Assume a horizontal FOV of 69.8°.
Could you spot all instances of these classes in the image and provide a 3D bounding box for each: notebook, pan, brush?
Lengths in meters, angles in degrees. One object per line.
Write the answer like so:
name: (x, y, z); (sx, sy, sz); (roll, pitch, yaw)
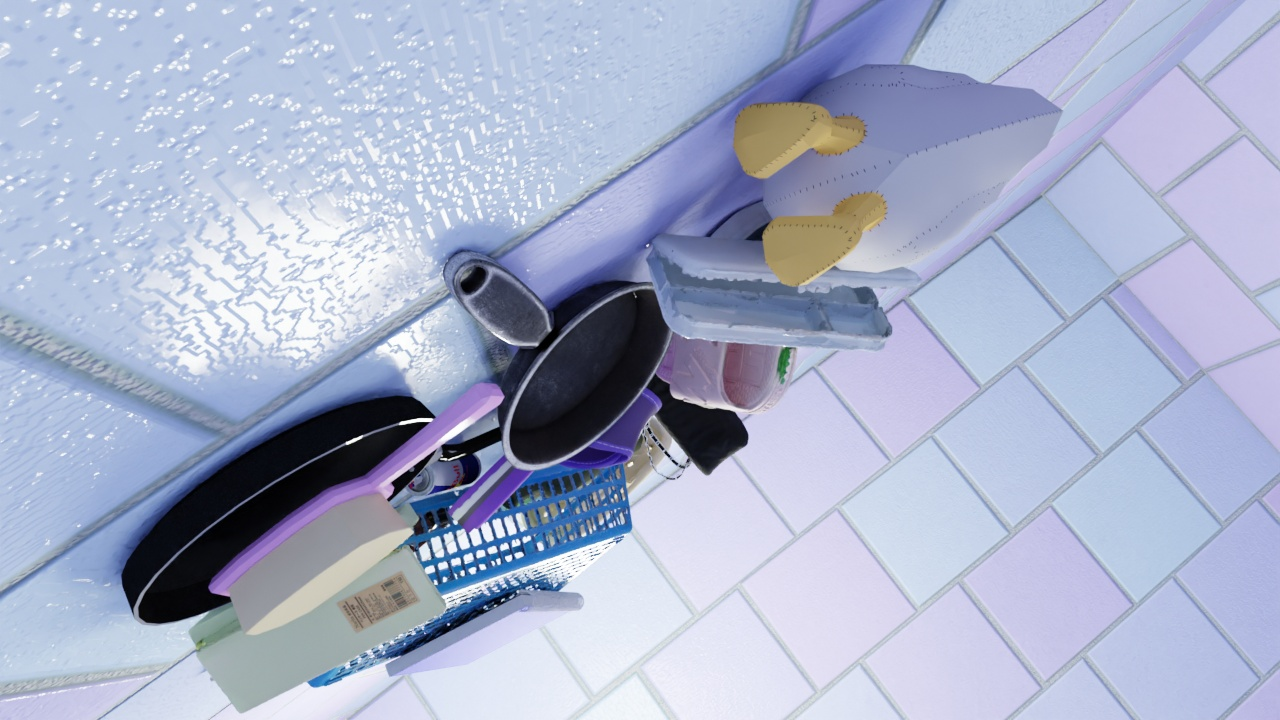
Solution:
notebook: (-0.165, 0.306, 1.037); (0.171, 0.022, 0.209); (-28, 161, 4)
pan: (-0.064, -0.012, 0.662); (0.187, 0.055, 0.357); (-48, 156, -2)
pan: (-0.201, 0.085, 0.678); (0.226, 0.034, 0.355); (-45, 167, 34)
brush: (-0.174, 0.097, 0.598); (0.229, 0.043, 0.089); (-37, 169, 9)

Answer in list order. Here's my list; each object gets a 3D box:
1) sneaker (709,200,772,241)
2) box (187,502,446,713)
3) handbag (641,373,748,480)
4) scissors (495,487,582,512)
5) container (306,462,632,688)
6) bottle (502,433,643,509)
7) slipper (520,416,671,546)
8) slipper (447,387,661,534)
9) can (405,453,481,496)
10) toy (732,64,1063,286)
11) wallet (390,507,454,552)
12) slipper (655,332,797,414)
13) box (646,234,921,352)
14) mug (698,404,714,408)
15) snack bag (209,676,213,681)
sneaker: (0.149, -0.108, 0.865); (0.234, 0.087, 0.089); (-27, 164, -43)
box: (-0.260, 0.192, 0.747); (0.188, 0.091, 0.083); (-25, -158, -1)
handbag: (0.053, 0.071, 1.144); (0.115, 0.153, 0.125); (-44, 173, 13)
scissors: (-0.147, 0.182, 1.165); (0.159, 0.025, 0.172); (-2, 168, -42)
container: (-0.185, 0.221, 0.965); (0.361, 0.089, 0.258); (-10, 153, -43)
bottle: (-0.086, 0.121, 1.110); (0.206, 0.071, 0.072); (-28, 165, -43)
slipper: (-0.059, 0.145, 1.264); (0.260, 0.111, 0.079); (-36, 149, -31)
slipper: (-0.055, 0.078, 0.865); (0.265, 0.084, 0.107); (-45, 179, -23)
can: (-0.177, 0.101, 0.829); (0.032, 0.032, 0.095); (-40, 169, 13)
toy: (0.175, -0.139, 0.670); (0.247, 0.141, 0.266); (-12, -174, 40)
wallet: (-0.267, 0.209, 1.028); (0.123, 0.019, 0.072); (-39, 172, 7)
slipper: (0.057, -0.005, 0.862); (0.064, 0.094, 0.240); (5, -177, -26)
box: (0.105, -0.051, 0.729); (0.215, 0.083, 0.122); (1, -163, -20)
mug: (0.079, -0.015, 1.043); (0.099, 0.096, 0.120); (-42, -150, -22)
snack bag: (-0.386, 0.294, 1.001); (0.154, 0.018, 0.075); (-25, 164, -51)
